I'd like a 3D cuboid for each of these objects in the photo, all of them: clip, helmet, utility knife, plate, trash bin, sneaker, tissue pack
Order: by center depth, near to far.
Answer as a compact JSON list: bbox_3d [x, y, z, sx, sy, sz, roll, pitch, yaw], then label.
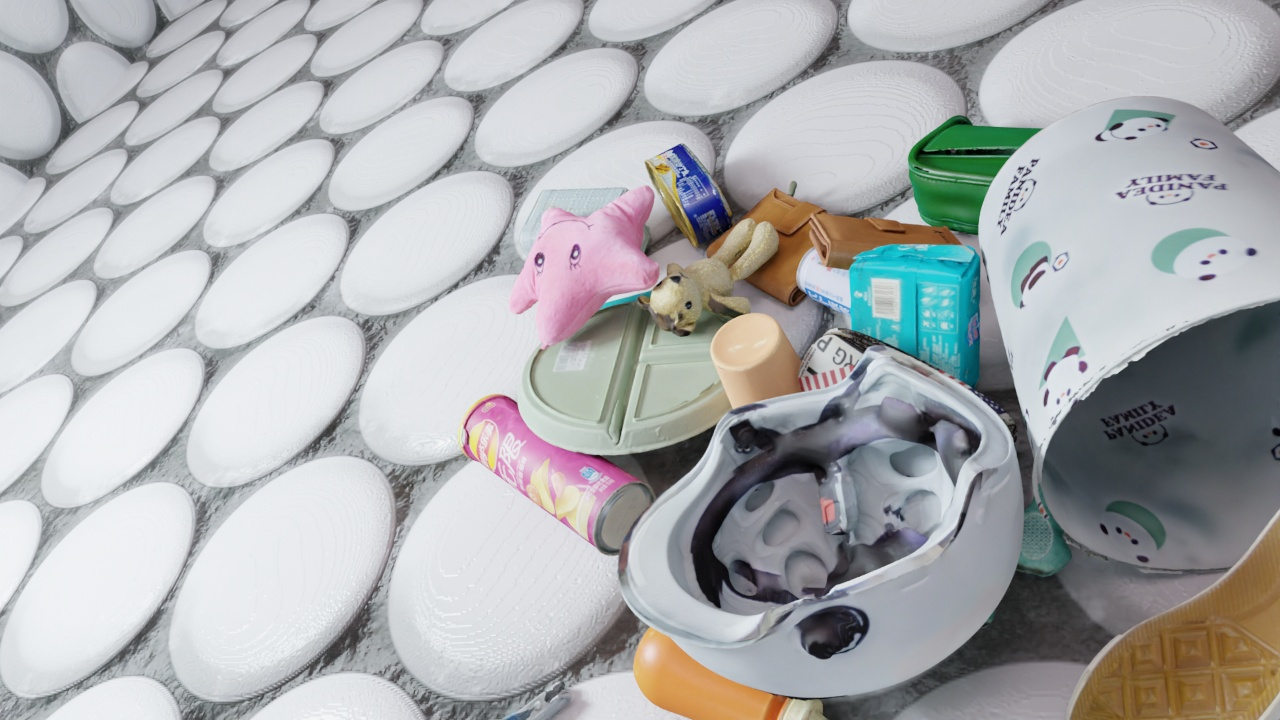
[{"bbox_3d":[0.345,0.162,0.507,0.241,0.088,0.118,-51,28,11],"label":"sneaker"},{"bbox_3d":[0.343,-0.033,0.596,0.230,0.230,0.251,-16,40,17],"label":"trash bin"},{"bbox_3d":[0.129,0.126,0.605,0.259,0.146,0.229,-33,24,5],"label":"helmet"},{"bbox_3d":[-0.079,0.269,0.705,0.058,0.026,0.038,-35,50,-11],"label":"clip"},{"bbox_3d":[0.218,-0.025,0.727,0.093,0.134,0.050,10,31,33],"label":"tissue pack"},{"bbox_3d":[-0.005,0.005,0.855,0.230,0.027,0.229,-8,33,5],"label":"plate"},{"bbox_3d":[-0.012,-0.059,0.981,0.158,0.013,0.029,-13,43,25],"label":"utility knife"}]

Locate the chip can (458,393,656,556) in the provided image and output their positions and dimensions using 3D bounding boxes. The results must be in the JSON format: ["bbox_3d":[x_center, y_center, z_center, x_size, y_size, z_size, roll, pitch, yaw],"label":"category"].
[{"bbox_3d":[-0.080,0.098,0.830,0.211,0.071,0.071,25,67,43],"label":"chip can"}]

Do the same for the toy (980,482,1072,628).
[{"bbox_3d":[0.248,0.134,0.632,0.092,0.030,0.096,-15,52,25],"label":"toy"}]

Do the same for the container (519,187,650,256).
[{"bbox_3d":[-0.058,-0.137,1.027,0.112,0.090,0.089,1,52,28],"label":"container"}]

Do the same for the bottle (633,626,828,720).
[{"bbox_3d":[0.068,0.229,0.630,0.150,0.067,0.066,17,61,32],"label":"bottle"}]

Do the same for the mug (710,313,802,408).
[{"bbox_3d":[0.105,0.022,0.751,0.078,0.123,0.078,-17,43,16],"label":"mug"}]

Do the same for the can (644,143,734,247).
[{"bbox_3d":[0.053,-0.184,1.013,0.049,0.075,0.148,-27,42,0],"label":"can"}]

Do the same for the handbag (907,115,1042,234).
[{"bbox_3d":[0.326,-0.177,0.854,0.131,0.068,0.120,20,56,43],"label":"handbag"}]

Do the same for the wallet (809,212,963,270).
[{"bbox_3d":[0.221,-0.101,0.812,0.132,0.031,0.107,7,26,-2],"label":"wallet"}]

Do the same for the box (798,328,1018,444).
[{"bbox_3d":[0.207,0.025,0.698,0.163,0.075,0.082,31,31,23],"label":"box"}]

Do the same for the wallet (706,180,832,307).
[{"bbox_3d":[0.148,-0.121,0.930,0.119,0.035,0.131,-46,43,-6],"label":"wallet"}]

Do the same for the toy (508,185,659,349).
[{"bbox_3d":[-0.055,-0.088,0.895,0.195,0.074,0.178,-1,62,41],"label":"toy"}]

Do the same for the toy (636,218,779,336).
[{"bbox_3d":[0.070,-0.083,0.877,0.105,0.066,0.157,35,61,29],"label":"toy"}]

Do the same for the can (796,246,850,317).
[{"bbox_3d":[0.204,-0.061,0.821,0.053,0.053,0.134,-43,43,-12],"label":"can"}]
